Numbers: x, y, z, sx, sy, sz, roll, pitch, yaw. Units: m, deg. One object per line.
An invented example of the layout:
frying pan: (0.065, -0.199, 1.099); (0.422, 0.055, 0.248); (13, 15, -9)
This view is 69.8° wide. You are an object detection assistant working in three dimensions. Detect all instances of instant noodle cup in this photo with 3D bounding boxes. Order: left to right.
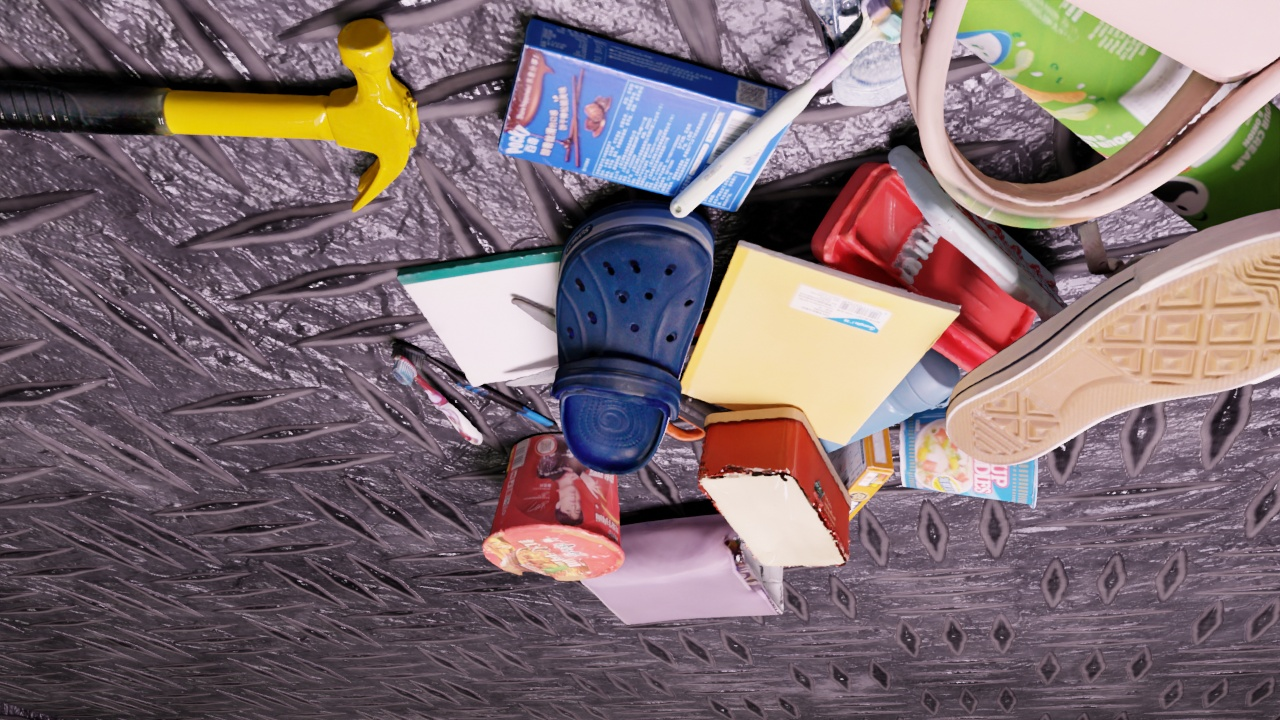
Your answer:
instant noodle cup: (-0.080, 0.143, 0.909); (0.138, 0.108, 0.138); (3, 147, 2)
instant noodle cup: (0.284, 0.078, 0.800); (0.110, 0.099, 0.099); (-1, 147, 20)

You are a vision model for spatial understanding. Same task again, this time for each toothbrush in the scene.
toothbrush: (-0.181, 0.043, 0.832); (0.016, 0.017, 0.188); (0, 153, 13)
toothbrush: (-0.144, 0.029, 0.826); (0.014, 0.016, 0.189); (-21, 141, 39)
toothbrush: (0.072, -0.132, 0.507); (0.029, 0.020, 0.190); (51, 138, -3)

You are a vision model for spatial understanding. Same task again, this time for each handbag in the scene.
handbag: (0.047, 0.232, 1.043); (0.197, 0.098, 0.145); (-12, 145, 23)
handbag: (0.202, -0.162, 0.366); (0.193, 0.093, 0.235); (18, 120, -18)

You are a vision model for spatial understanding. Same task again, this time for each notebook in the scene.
notebook: (-0.065, -0.036, 0.723); (0.209, 0.012, 0.150); (-7, 144, 13)
notebook: (0.114, -0.003, 0.655); (0.146, 0.010, 0.207); (17, 151, 1)

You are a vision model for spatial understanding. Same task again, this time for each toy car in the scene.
toy car: (0.119, -0.172, 0.483); (0.049, 0.031, 0.105); (-8, 147, 21)

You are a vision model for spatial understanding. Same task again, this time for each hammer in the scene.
hammer: (-0.283, -0.149, 0.553); (0.301, 0.032, 0.129); (3, 146, 1)

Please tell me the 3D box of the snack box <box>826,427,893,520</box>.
snack box: (0.191, 0.102, 0.853); (0.026, 0.075, 0.154); (8, 147, -6)

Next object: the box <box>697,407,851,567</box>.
box: (0.112, 0.117, 0.760); (0.091, 0.077, 0.168); (-7, 142, 26)

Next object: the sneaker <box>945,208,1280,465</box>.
sneaker: (0.275, -0.021, 0.520); (0.118, 0.087, 0.242); (36, 140, -10)

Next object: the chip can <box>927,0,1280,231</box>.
chip can: (0.243, -0.141, 0.457); (0.236, 0.072, 0.072); (28, 140, -20)

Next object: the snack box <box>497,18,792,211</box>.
snack box: (0.001, -0.141, 0.544); (0.157, 0.026, 0.085); (12, 146, -13)

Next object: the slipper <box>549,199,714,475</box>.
slipper: (-0.017, 0.001, 0.660); (0.105, 0.095, 0.253); (10, 134, -2)

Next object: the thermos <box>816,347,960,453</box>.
thermos: (0.163, 0.045, 0.777); (0.070, 0.070, 0.221); (27, 140, -31)

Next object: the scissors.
scissors: (-0.002, 0.002, 0.748); (0.234, 0.021, 0.221); (-18, 135, 26)

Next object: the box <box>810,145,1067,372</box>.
box: (0.216, -0.051, 0.593); (0.201, 0.100, 0.095); (29, 96, -33)
